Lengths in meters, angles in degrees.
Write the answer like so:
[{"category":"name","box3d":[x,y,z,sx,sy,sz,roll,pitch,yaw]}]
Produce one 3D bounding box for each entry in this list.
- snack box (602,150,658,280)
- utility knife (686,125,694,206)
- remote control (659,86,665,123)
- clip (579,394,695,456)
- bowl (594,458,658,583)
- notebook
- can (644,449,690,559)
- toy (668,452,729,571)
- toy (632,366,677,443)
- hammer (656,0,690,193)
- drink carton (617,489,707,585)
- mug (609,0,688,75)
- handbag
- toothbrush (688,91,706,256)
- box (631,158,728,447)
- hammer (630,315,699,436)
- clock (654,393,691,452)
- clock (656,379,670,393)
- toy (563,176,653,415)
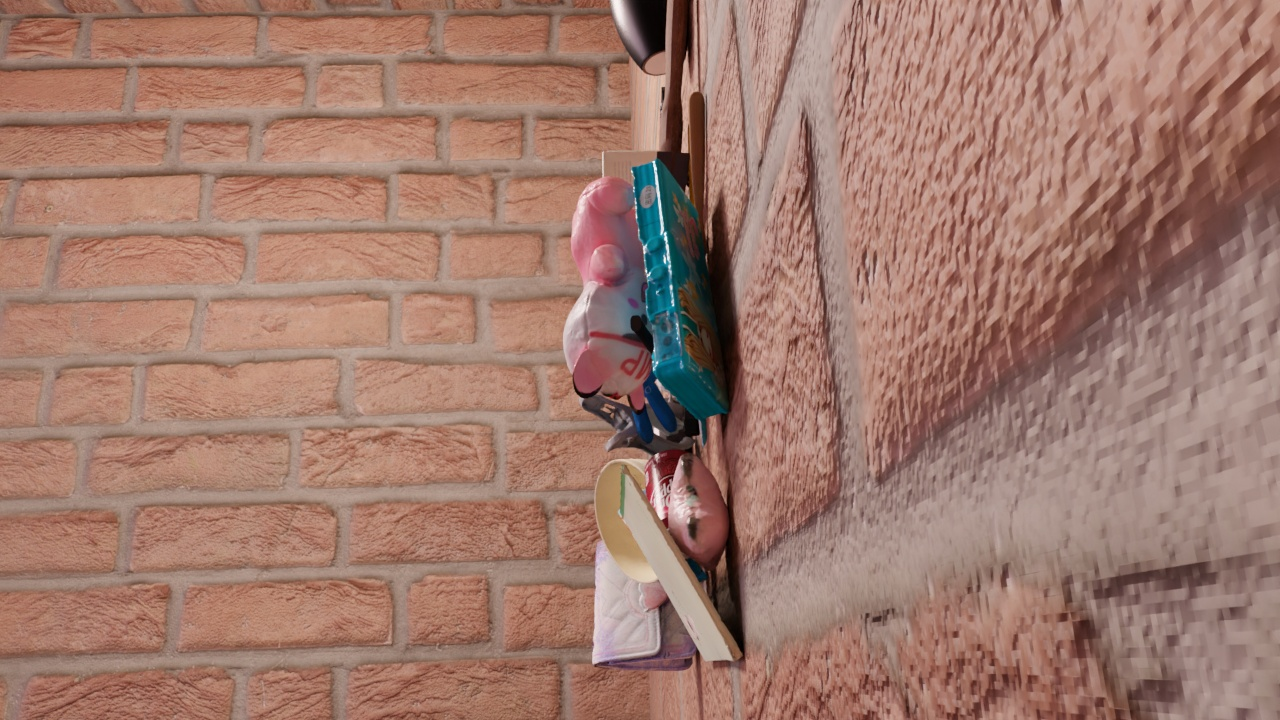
[{"category":"snack box","box3d":[0.003,-0.169,1.204,0.057,0.104,0.207,99,169,-79]},{"category":"utility knife","box3d":[0.057,-0.177,0.985,0.030,0.017,0.163,-16,-78,-81]},{"category":"remote control","box3d":[0.039,-0.324,1.303,0.150,0.022,0.047,89,179,-69]},{"category":"clip","box3d":[-0.006,0.067,1.045,0.163,0.028,0.107,14,-146,-53]},{"category":"bowl","box3d":[0.017,0.185,1.109,0.151,0.075,0.151,20,115,49]},{"category":"notebook","box3d":[0.028,0.198,0.857,0.182,0.010,0.253,59,169,15]},{"category":"can","box3d":[0.038,0.152,0.981,0.114,0.063,0.063,-94,3,-52]},{"category":"toy","box3d":[0.052,0.142,0.795,0.099,0.053,0.096,-94,-8,-48]},{"category":"toy","box3d":[-0.006,0.006,1.011,0.071,0.113,0.176,54,-160,-50]},{"category":"hammer","box3d":[0.036,-0.310,0.968,0.115,0.033,0.323,-127,40,-87]},{"category":"drink carton","box3d":[0.022,0.200,1.008,0.129,0.038,0.044,55,138,28]},{"category":"mug","box3d":[0.023,-0.393,1.048,0.119,0.084,0.100,-33,67,53]},{"category":"handbag","box3d":[0.004,0.303,1.149,0.069,0.126,0.158,96,175,-57]},{"category":"toothbrush","box3d":[0.057,-0.182,0.912,0.016,0.016,0.167,-111,19,-83]},{"category":"box","box3d":[0.044,-0.044,0.835,0.185,0.056,0.226,59,-159,-56]},{"category":"hammer","box3d":[0.027,0.001,0.884,0.325,0.015,0.095,51,-144,-73]},{"category":"clock","box3d":[0.040,0.097,1.171,0.091,0.044,0.122,96,173,-75]},{"category":"clock","box3d":[0.037,-0.020,1.112,0.137,0.048,0.096,-92,2,-57]},{"category":"toy","box3d":[-0.027,-0.059,0.876,0.142,0.084,0.213,37,-129,-71]}]
